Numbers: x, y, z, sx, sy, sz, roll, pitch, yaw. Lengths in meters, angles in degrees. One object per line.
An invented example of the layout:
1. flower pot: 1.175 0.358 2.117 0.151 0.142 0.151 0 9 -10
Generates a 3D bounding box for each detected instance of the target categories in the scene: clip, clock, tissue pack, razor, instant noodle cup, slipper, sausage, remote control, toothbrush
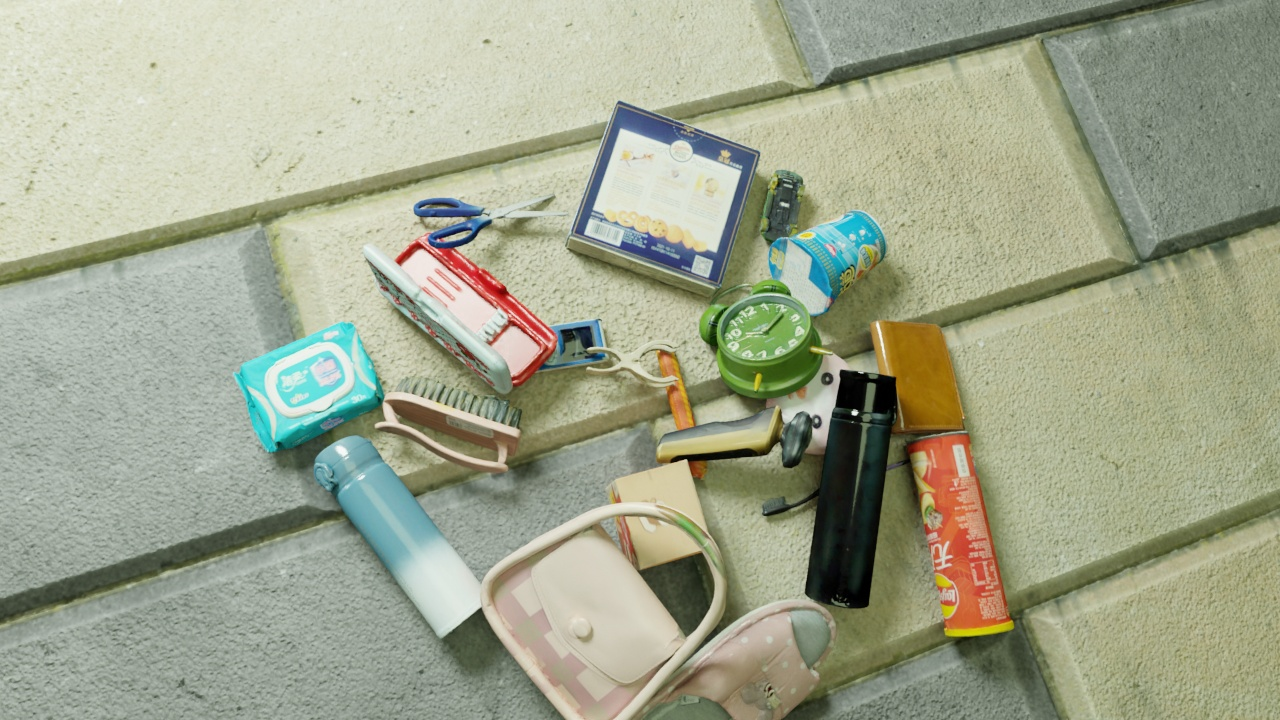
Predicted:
1. clip: -0.003 0.015 0.985 0.104 0.035 0.086 -16 81 -10
2. clock: 0.131 -0.030 1.008 0.116 0.056 0.161 -26 46 -6
3. tissue pack: -0.338 0.027 0.941 0.133 0.050 0.093 -27 83 -14
4. razor: 0.099 0.087 0.965 0.167 0.062 0.067 -8 66 7
5. instant noodle cup: 0.219 -0.118 1.049 0.109 0.099 0.099 -31 83 -24
6. slipper: 0.088 0.337 0.916 0.274 0.054 0.114 -30 113 -12
7. sausage: 0.045 0.054 1.011 0.021 0.021 0.165 -13 79 -12
8. remote control: -0.098 -0.013 1.003 0.125 0.024 0.049 -9 78 -10
9. toothbrush: 0.219 0.138 1.025 0.188 0.014 0.016 -17 58 -14

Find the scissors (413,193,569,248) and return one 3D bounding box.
1. scissors: -0.173 -0.162 1.014 0.163 0.012 0.161 21 41 20

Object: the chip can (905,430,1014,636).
1. chip can: 0.346 0.188 1.001 0.073 0.073 0.216 -6 78 -11

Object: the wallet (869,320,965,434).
1. wallet: 0.323 0.019 1.047 0.119 0.035 0.130 3 69 -28

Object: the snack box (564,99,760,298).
1. snack box: 0.027 -0.185 1.053 0.178 0.046 0.182 19 74 -4

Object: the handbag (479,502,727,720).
1. handbag: -0.019 0.223 0.864 0.235 0.093 0.193 -40 87 25

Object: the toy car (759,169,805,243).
1. toy car: 0.165 -0.178 1.078 0.043 0.036 0.091 15 74 -7

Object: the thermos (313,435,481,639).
1. thermos: -0.240 0.173 0.915 0.070 0.070 0.220 -38 85 -16

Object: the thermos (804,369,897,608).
1. thermos: 0.233 0.134 0.972 0.089 0.068 0.242 9 90 -36

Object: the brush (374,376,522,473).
1. brush: -0.196 0.065 0.948 0.145 0.063 0.072 19 64 -4

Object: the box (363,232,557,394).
1. box: -0.184 -0.062 0.948 0.201 0.100 0.095 39 73 11

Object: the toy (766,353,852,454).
1. toy: 0.214 0.052 1.026 0.159 0.054 0.121 19 75 -13

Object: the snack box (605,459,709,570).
1. snack box: 0.016 0.161 0.943 0.077 0.094 0.092 -14 79 -12
